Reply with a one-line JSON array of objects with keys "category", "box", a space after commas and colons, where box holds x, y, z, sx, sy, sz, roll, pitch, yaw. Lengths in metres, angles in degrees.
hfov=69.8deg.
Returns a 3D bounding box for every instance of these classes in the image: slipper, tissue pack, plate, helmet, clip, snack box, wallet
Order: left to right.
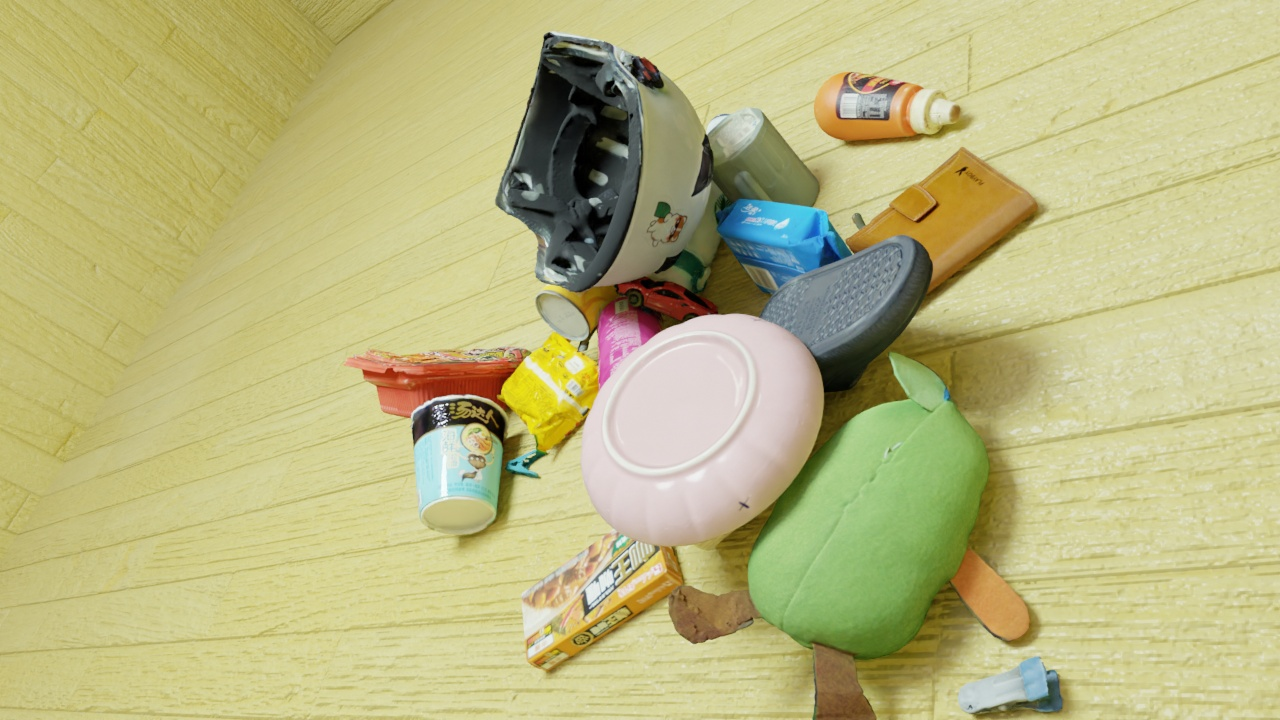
[{"category": "clip", "box": [-0.124, 0.112, 0.976, 0.054, 0.013, 0.032, -16, 44, 38]}, {"category": "snack box", "box": [-0.037, 0.196, 0.787, 0.154, 0.026, 0.075, -37, 36, 16]}, {"category": "helmet", "box": [-0.018, -0.183, 0.890, 0.274, 0.156, 0.230, 49, 128, 44]}, {"category": "plate", "box": [0.034, 0.038, 0.656, 0.193, 0.039, 0.192, -20, 45, 22]}, {"category": "tissue pack", "box": [0.138, -0.097, 0.823, 0.052, 0.095, 0.157, -48, 34, -11]}, {"category": "slipper", "box": [0.155, -0.014, 0.722, 0.110, 0.083, 0.269, -63, 11, -18]}, {"category": "wallet", "box": [0.248, -0.116, 0.780, 0.131, 0.035, 0.119, -40, 41, 11]}, {"category": "clip", "box": [0.211, 0.192, 0.528, 0.058, 0.042, 0.026, -28, 40, 31]}]

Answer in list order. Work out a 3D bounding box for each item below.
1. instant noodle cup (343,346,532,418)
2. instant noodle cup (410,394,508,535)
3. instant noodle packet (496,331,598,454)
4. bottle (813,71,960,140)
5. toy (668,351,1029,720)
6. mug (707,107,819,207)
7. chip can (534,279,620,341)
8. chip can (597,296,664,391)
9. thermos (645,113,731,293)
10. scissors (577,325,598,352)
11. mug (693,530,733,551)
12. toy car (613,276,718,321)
[{"category": "instant noodle cup", "box": [-0.232, 0.024, 1.072, 0.165, 0.188, 0.079, 4, 96, 51]}, {"category": "instant noodle cup", "box": [-0.192, 0.116, 0.977, 0.111, 0.111, 0.120, -30, 47, 24]}, {"category": "instant noodle packet", "box": [-0.093, 0.032, 0.995, 0.111, 0.044, 0.128, -47, 37, -2]}, {"category": "bottle", "box": [0.241, -0.244, 0.889, 0.150, 0.067, 0.066, 22, 73, 47]}, {"category": "toy", "box": [0.145, 0.118, 0.607, 0.227, 0.090, 0.246, 32, 73, 33]}, {"category": "mug", "box": [0.120, -0.178, 0.914, 0.084, 0.103, 0.123, -31, 37, 23]}, {"category": "chip can", "box": [-0.027, -0.117, 1.004, 0.072, 0.072, 0.212, 0, 43, 48]}, {"category": "chip can", "box": [-0.005, 0.005, 0.854, 0.071, 0.071, 0.210, -39, 19, 13]}, {"category": "thermos", "box": [0.068, -0.161, 0.989, 0.073, 0.073, 0.223, -3, 55, 46]}, {"category": "scissors", "box": [-0.048, -0.084, 1.050, 0.201, 0.015, 0.206, -44, 38, -19]}, {"category": "mug", "box": [0.057, 0.078, 0.723, 0.106, 0.114, 0.081, -44, 23, 10]}, {"category": "toy car", "box": [0.026, -0.061, 0.904, 0.049, 0.106, 0.031, -56, -14, -71]}]
